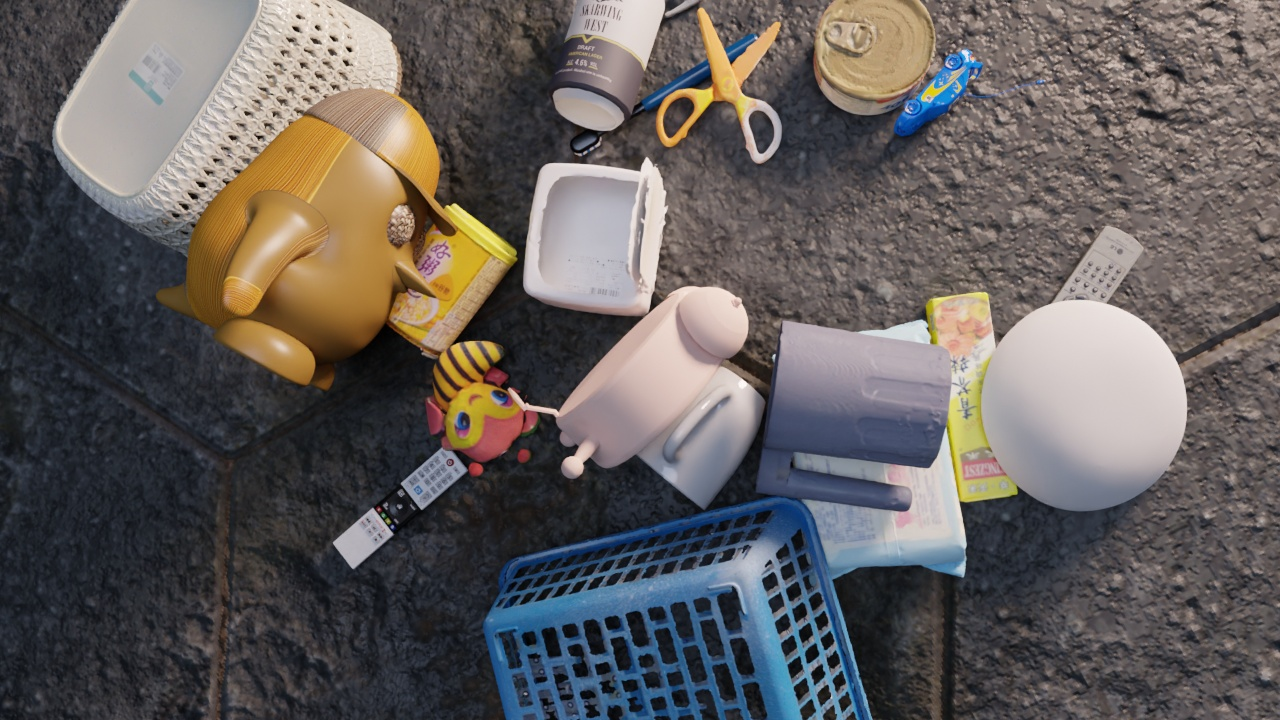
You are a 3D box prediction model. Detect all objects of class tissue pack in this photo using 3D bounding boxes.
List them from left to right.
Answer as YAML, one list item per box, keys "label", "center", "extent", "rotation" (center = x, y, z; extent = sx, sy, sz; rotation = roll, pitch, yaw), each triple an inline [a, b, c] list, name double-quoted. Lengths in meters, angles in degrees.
- label: "tissue pack"
  center: [0.163, 0.069, 0.657]
  extent: [0.112, 0.070, 0.182]
  rotation: [-9, 89, 8]

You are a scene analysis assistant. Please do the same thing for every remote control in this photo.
- label: "remote control"
  center: [-0.191, 0.117, 0.734]
  extent: [0.124, 0.011, 0.028]
  rotation: [-41, 83, 5]
- label: "remote control"
  center: [0.312, -0.034, 0.666]
  extent: [0.033, 0.013, 0.136]
  rotation: [34, 93, 8]

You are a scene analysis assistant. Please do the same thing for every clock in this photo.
- label: "clock"
  center: [-0.004, 0.004, 0.646]
  extent: [0.160, 0.131, 0.086]
  rotation: [-39, 97, -1]

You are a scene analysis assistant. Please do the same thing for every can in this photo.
- label: "can"
  center: [-0.150, -0.061, 0.708]
  extent: [0.067, 0.067, 0.105]
  rotation: [39, 94, 8]
- label: "can"
  center: [-0.022, -0.243, 0.692]
  extent: [0.064, 0.064, 0.127]
  rotation: [15, 81, 8]
- label: "can"
  center: [0.171, -0.229, 0.680]
  extent: [0.086, 0.043, 0.086]
  rotation: [0, 87, 8]

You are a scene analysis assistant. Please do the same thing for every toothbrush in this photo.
- label: "toothbrush"
  center: [0.018, -0.207, 0.717]
  extent: [0.168, 0.014, 0.014]
  rotation: [-30, 84, 5]

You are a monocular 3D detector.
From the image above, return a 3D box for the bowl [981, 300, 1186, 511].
- label: "bowl"
  center: [0.315, 0.031, 0.631]
  extent: [0.149, 0.043, 0.149]
  rotation: [0, 88, -6]

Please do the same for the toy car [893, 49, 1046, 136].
- label: "toy car"
  center: [0.239, -0.188, 0.671]
  extent: [0.062, 0.033, 0.092]
  rotation: [43, 94, 14]

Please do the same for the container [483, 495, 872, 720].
- label: "container"
  center: [0.033, 0.297, 0.624]
  extent: [0.258, 0.089, 0.362]
  rotation: [-18, 85, 22]

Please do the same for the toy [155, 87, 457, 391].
- label: "toy"
  center: [-0.210, -0.088, 0.637]
  extent: [0.162, 0.199, 0.203]
  rotation: [30, 83, -4]

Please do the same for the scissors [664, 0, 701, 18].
- label: "scissors"
  center: [0.077, -0.331, 0.703]
  extent: [0.174, 0.014, 0.141]
  rotation: [-41, 95, 12]

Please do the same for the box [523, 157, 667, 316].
- label: "box"
  center: [-0.026, -0.090, 0.657]
  extent: [0.126, 0.136, 0.108]
  rotation: [8, 91, 9]

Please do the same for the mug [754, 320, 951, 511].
- label: "mug"
  center: [0.133, 0.040, 0.592]
  extent: [0.104, 0.083, 0.124]
  rotation: [8, 116, 6]

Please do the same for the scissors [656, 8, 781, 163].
- label: "scissors"
  center: [0.070, -0.204, 0.701]
  extent: [0.127, 0.011, 0.125]
  rotation: [41, 97, -3]

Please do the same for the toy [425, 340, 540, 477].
- label: "toy"
  center: [-0.125, 0.036, 0.710]
  extent: [0.084, 0.046, 0.103]
  rotation: [-15, 95, 1]

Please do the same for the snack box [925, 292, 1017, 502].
- label: "snack box"
  center: [0.240, 0.026, 0.667]
  extent: [0.040, 0.029, 0.148]
  rotation: [-8, 87, 8]

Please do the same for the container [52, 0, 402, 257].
- label: "container"
  center: [-0.314, -0.191, 0.699]
  extent: [0.184, 0.142, 0.246]
  rotation: [34, 93, 21]

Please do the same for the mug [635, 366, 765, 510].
- label: "mug"
  center: [0.044, 0.048, 0.656]
  extent: [0.071, 0.107, 0.089]
  rotation: [38, 84, 16]
